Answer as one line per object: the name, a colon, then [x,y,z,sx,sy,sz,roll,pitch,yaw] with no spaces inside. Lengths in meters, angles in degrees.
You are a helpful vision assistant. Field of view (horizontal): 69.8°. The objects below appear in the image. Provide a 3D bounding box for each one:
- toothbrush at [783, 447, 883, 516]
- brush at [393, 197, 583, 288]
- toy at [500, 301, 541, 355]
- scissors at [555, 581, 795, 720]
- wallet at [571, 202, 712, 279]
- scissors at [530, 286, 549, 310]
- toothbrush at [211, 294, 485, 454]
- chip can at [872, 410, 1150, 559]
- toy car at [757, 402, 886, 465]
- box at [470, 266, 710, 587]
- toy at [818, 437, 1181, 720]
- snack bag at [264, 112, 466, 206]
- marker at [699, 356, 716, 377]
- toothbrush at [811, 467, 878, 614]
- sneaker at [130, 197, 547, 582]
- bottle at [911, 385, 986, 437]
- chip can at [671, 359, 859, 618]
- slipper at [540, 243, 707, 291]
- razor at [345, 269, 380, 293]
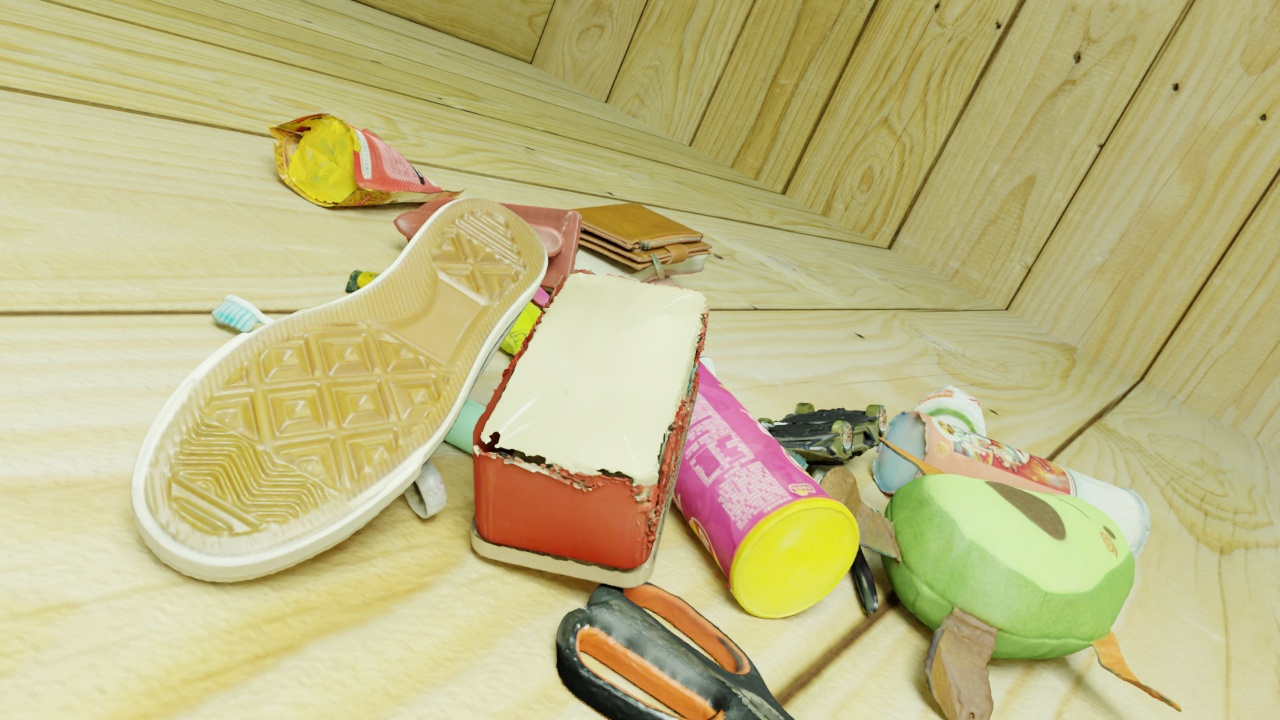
toothbrush: [0.156,0.102,0.595,0.191,0.018,0.016,30,18,-17]
brush: [-0.121,-0.097,0.730,0.146,0.063,0.069,10,-1,13]
toy: [-0.081,-0.018,0.648,0.096,0.031,0.100,17,22,-38]
scissors: [0.075,0.154,0.374,0.235,0.022,0.136,24,17,-3]
wallet: [-0.001,-0.116,0.842,0.119,0.035,0.130,30,26,25]
scissors: [-0.055,-0.030,0.685,0.125,0.017,0.133,44,-4,-36]
toothbrush: [-0.128,0.017,0.492,0.224,0.027,0.027,27,54,4]
chip can: [0.294,0.105,0.731,0.214,0.071,0.071,19,19,-14]
toy car: [0.133,0.056,0.682,0.070,0.042,0.157,0,3,31]
box: [-0.016,0.017,0.445,0.091,0.079,0.168,11,34,6]
toy: [0.216,0.120,0.548,0.246,0.090,0.227,3,38,-41]
snack bag: [-0.251,-0.185,0.855,0.128,0.073,0.207,30,13,2]
marker: [0.052,0.024,0.726,0.022,0.018,0.130,13,19,-6]
toothbrush: [0.131,0.110,0.589,0.018,0.016,0.180,17,17,-3]
sneaker: [-0.123,0.013,0.411,0.118,0.088,0.240,36,42,-3]
bottle: [0.293,0.059,0.875,0.068,0.068,0.196,30,14,15]
chip can: [0.040,0.053,0.537,0.071,0.071,0.210,14,20,-30]
slipper: [-0.022,-0.086,0.879,0.114,0.054,0.273,29,24,21]
razor: [-0.165,-0.026,0.571,0.043,0.028,0.132,22,19,-20]
